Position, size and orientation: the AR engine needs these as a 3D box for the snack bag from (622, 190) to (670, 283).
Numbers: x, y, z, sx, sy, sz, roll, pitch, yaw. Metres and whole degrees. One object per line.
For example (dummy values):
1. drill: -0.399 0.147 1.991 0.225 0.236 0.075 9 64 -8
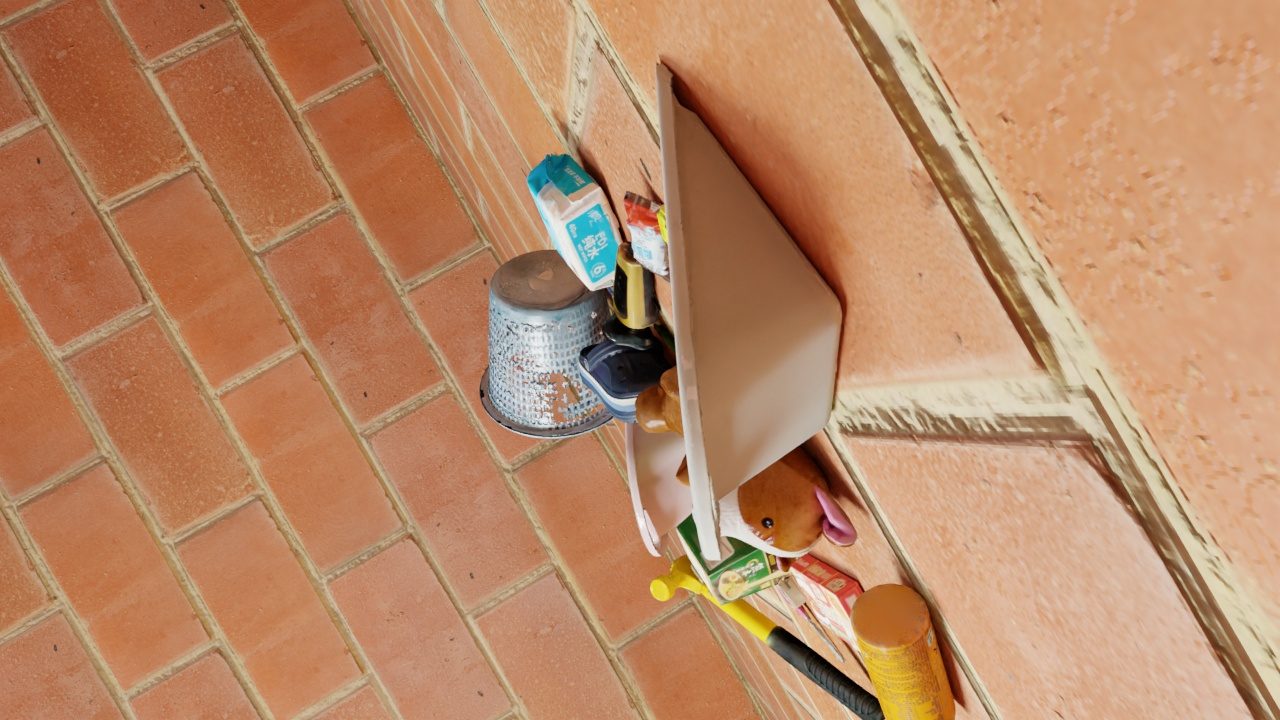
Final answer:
1. snack bag: 0.009 -0.106 0.807 0.048 0.026 0.104 31 162 22

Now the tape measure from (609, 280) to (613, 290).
1. tape measure: -0.023 -0.094 1.047 0.060 0.029 0.057 61 171 -15

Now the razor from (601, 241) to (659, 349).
1. razor: -0.011 -0.068 0.968 0.062 0.067 0.168 56 165 23

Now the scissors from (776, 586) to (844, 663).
1. scissors: 0.215 0.330 1.163 0.133 0.017 0.054 50 -177 33

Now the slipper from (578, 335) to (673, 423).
1. slipper: -0.006 0.006 1.101 0.253 0.105 0.095 -148 51 -66

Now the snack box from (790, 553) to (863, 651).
1. snack box: 0.197 0.243 0.917 0.075 0.025 0.153 60 172 -3

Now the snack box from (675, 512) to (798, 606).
1. snack box: 0.109 0.214 1.069 0.118 0.105 0.118 52 168 42

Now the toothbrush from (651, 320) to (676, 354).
1. toothbrush: 0.023 -0.035 1.042 0.185 0.012 0.017 51 174 46

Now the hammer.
1. hammer: 0.159 0.326 1.088 0.301 0.128 0.033 33 123 27

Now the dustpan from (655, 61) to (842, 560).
1. dustpan: 0.033 -0.013 0.604 0.257 0.142 0.223 54 170 28

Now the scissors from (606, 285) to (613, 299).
1. scissors: -0.035 -0.087 1.175 0.155 0.012 0.166 66 176 -36

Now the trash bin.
1. trash bin: -0.123 -0.036 1.278 0.226 0.226 0.195 52 154 43

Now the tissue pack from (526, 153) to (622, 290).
1. tissue pack: -0.063 -0.147 0.976 0.090 0.063 0.140 51 170 40

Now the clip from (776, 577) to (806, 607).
1. clip: 0.165 0.258 1.146 0.102 0.035 0.094 48 168 36

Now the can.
1. can: 0.208 0.241 0.721 0.058 0.058 0.146 49 167 54

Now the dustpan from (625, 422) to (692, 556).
1. dustpan: 0.004 0.127 1.286 0.273 0.138 0.223 51 169 43

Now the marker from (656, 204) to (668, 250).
1. marker: 0.028 -0.093 0.780 0.018 0.015 0.124 51 170 25

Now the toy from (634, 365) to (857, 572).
1. toy: 0.083 0.086 0.759 0.199 0.130 0.140 51 158 3
